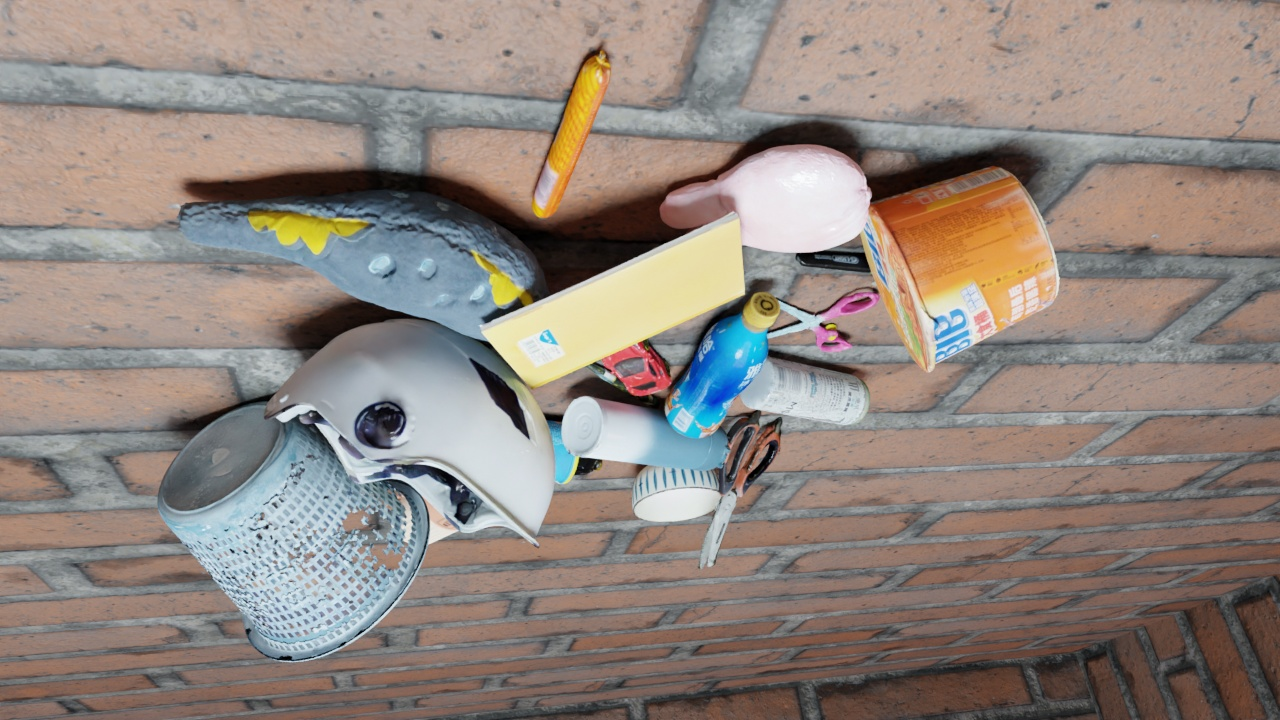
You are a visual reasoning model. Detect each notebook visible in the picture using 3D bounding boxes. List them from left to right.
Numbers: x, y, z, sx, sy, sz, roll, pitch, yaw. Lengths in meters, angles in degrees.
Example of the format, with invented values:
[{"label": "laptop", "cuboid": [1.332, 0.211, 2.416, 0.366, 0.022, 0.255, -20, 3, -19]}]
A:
[{"label": "notebook", "cuboid": [-0.012, -0.041, 0.734, 0.206, 0.010, 0.146, -24, 159, 0]}]

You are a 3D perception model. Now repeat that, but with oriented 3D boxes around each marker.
[{"label": "marker", "cuboid": [0.197, -0.089, 0.828, 0.124, 0.018, 0.015, 3, 147, -17]}]

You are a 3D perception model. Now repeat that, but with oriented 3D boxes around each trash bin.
[{"label": "trash bin", "cuboid": [-0.359, 0.155, 0.926, 0.227, 0.226, 0.195, -16, 131, 13]}]

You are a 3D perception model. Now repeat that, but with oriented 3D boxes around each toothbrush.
[{"label": "toothbrush", "cuboid": [-0.030, 0.019, 0.960, 0.012, 0.017, 0.185, -54, 140, 3]}]

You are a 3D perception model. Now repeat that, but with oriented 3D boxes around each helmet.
[{"label": "helmet", "cuboid": [-0.176, 0.051, 0.808, 0.259, 0.145, 0.229, 18, 160, 22]}]

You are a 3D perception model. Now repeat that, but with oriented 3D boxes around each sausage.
[{"label": "sausage", "cuboid": [-0.050, -0.153, 0.644, 0.021, 0.021, 0.166, 4, 149, -21]}]

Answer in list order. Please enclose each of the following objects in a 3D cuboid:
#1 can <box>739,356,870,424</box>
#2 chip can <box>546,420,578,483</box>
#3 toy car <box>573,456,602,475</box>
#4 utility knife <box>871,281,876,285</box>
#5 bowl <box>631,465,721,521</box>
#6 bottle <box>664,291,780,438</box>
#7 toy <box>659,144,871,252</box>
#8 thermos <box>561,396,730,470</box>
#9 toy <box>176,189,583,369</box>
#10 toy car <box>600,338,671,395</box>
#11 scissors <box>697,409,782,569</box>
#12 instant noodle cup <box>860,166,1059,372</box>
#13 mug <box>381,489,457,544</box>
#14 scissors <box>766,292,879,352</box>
[{"label": "can", "cuboid": [0.179, 0.034, 0.999, 0.146, 0.058, 0.058, 12, 145, -32]}, {"label": "chip can", "cuboid": [-0.175, 0.091, 0.993, 0.210, 0.071, 0.071, 8, 147, -27]}, {"label": "toy car", "cuboid": [-0.058, 0.092, 1.064, 0.056, 0.037, 0.123, 5, 136, -34]}, {"label": "utility knife", "cuboid": [0.288, -0.065, 0.896, 0.162, 0.018, 0.031, 15, 147, -33]}, {"label": "bowl", "cuboid": [0.044, 0.156, 1.172, 0.116, 0.066, 0.117, -6, 150, -4]}, {"label": "bottle", "cuboid": [0.083, 0.004, 0.916, 0.065, 0.065, 0.219, 1, 148, -17]}, {"label": "toy", "cuboid": [0.097, -0.119, 0.713, 0.160, 0.054, 0.121, -7, 152, 21]}, {"label": "thermos", "cuboid": [0.013, 0.085, 1.016, 0.070, 0.070, 0.220, -31, 150, 35]}, {"label": "toy", "cuboid": [-0.153, -0.064, 0.706, 0.356, 0.091, 0.138, 22, 150, -39]}, {"label": "toy car", "cuboid": [-0.006, 0.005, 0.929, 0.049, 0.031, 0.106, -18, 148, 15]}, {"label": "scissors", "cuboid": [0.122, 0.164, 1.138, 0.193, 0.015, 0.207, -34, 131, -16]}, {"label": "instant noodle cup", "cuboid": [0.255, -0.080, 0.740, 0.111, 0.151, 0.151, -22, 149, 7]}, {"label": "mug", "cuboid": [-0.253, 0.169, 1.095, 0.114, 0.081, 0.106, 14, 146, -44]}, {"label": "scissors", "cuboid": [0.180, -0.040, 0.916, 0.133, 0.017, 0.136, 24, 140, -39]}]
